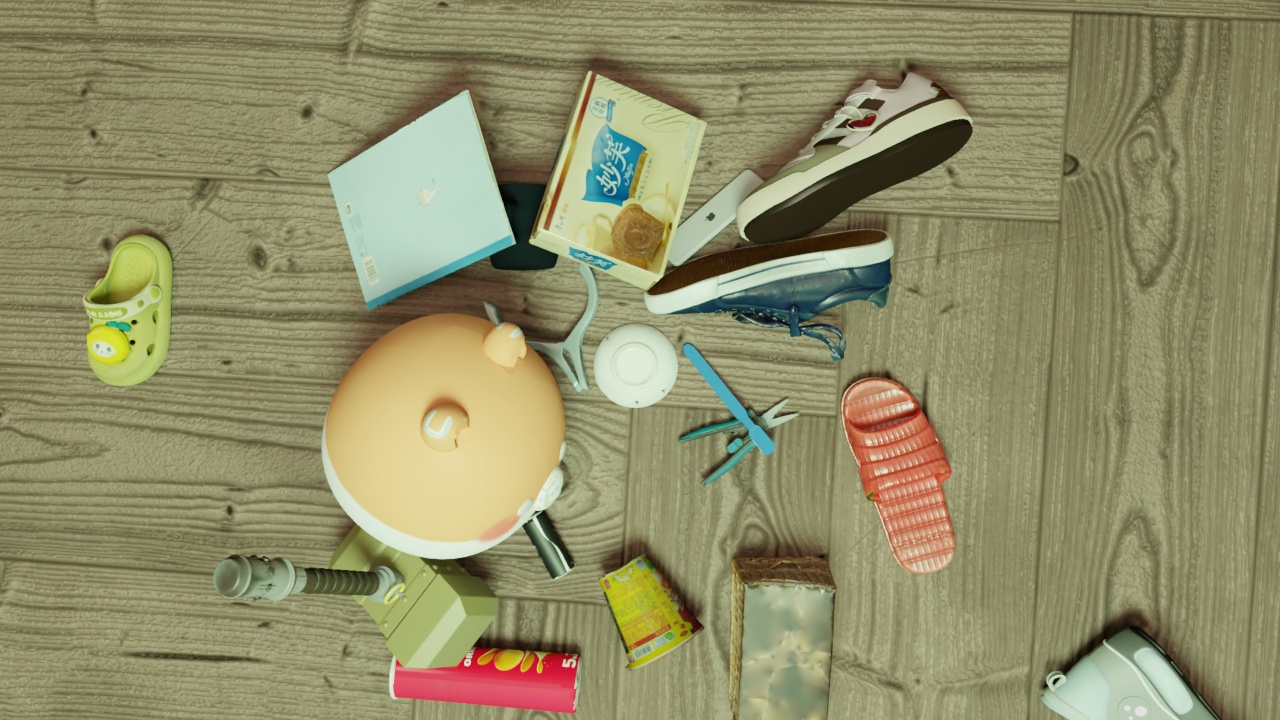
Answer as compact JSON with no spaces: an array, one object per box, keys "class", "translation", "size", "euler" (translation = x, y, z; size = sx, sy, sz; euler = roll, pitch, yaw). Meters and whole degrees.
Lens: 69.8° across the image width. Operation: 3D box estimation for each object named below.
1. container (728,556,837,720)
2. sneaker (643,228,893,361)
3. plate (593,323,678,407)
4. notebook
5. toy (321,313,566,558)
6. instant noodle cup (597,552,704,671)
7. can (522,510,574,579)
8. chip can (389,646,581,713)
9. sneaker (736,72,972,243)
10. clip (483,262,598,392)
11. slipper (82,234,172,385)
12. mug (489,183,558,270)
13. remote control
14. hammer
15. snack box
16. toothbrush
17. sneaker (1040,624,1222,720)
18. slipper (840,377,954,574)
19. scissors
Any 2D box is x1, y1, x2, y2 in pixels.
[{"class":"container","translation":[0.163,0.332,1.065],"size":[0.114,0.112,0.198],"euler":[1,92,3]},{"class":"sneaker","translation":[0.154,-0.067,1.080],"size":[0.294,0.120,0.127],"euler":[-9,112,1]},{"class":"plate","translation":[-0.007,0.007,1.116],"size":[0.104,0.026,0.104],"euler":[0,91,3]},{"class":"notebook","translation":[-0.264,-0.179,1.075],"size":[0.254,0.009,0.181],"euler":[-18,88,33]},{"class":"toy","translation":[-0.203,0.077,0.999],"size":[0.265,0.282,0.262],"euler":[33,56,-2]},{"class":"instant noodle cup","translation":[0.007,0.292,1.088],"size":[0.100,0.100,0.112],"euler":[-29,80,3]},{"class":"can","translation":[-0.113,0.225,1.120],"size":[0.031,0.031,0.080],"euler":[-30,89,3]},{"class":"chip can","translation":[-0.184,0.381,1.107],"size":[0.220,0.069,0.069],"euler":[4,90,3]},{"class":"sneaker","translation":[0.229,-0.247,1.067],"size":[0.294,0.112,0.116],"euler":[-28,69,1]},{"class":"clip","translation":[-0.091,-0.063,1.119],"size":[0.169,0.031,0.164],"euler":[39,94,2]},{"class":"slipper","translation":[-0.631,-0.063,1.124],"size":[0.091,0.081,0.190],"euler":[10,88,0]},{"class":"mug","translation":[-0.142,-0.156,1.074],"size":[0.085,0.121,0.094],"euler":[-1,92,8]},{"class":"remote control","translation":[0.087,-0.172,1.106],"size":[0.147,0.008,0.045],"euler":[-40,52,3]},{"class":"hammer","translation":[-0.312,0.233,0.967],"size":[0.190,0.324,0.100],"euler":[38,92,27]},{"class":"snack box","translation":[-0.024,-0.206,1.056],"size":[0.153,0.055,0.207],"euler":[20,75,-15]},{"class":"toothbrush","translation":[0.105,0.046,1.106],"size":[0.016,0.014,0.166],"euler":[-38,76,-3]},{"class":"sneaker","translation":[0.591,0.443,1.062],"size":[0.160,0.093,0.256],"euler":[-38,90,11]},{"class":"slipper","translation":[0.312,0.137,1.083],"size":[0.103,0.059,0.248],"euler":[-20,91,3]},{"class":"scissors","translation":[0.113,0.094,1.113],"size":[0.119,0.019,0.151],"euler":[26,87,6]}]
